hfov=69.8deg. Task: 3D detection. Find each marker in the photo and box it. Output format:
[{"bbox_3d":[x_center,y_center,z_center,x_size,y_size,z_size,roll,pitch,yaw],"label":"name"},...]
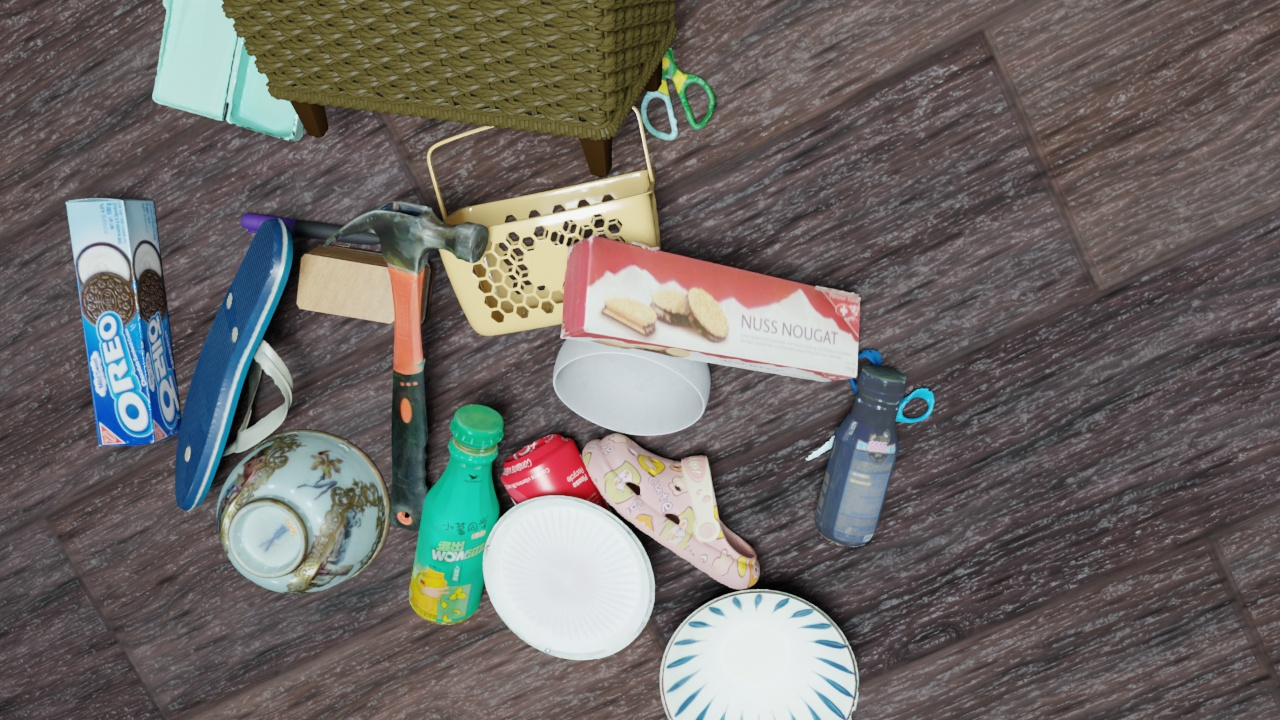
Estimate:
[{"bbox_3d":[-0.302,-0.119,0.845,0.134,0.015,0.018,8,127,3],"label":"marker"}]

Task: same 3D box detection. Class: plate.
[{"bbox_3d":[-0.062,0.189,0.801,0.157,0.014,0.157,4,106,15],"label":"plate"}]

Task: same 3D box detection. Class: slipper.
[{"bbox_3d":[-0.356,0.007,0.829,0.060,0.118,0.295,10,119,-42],"label":"slipper"},{"bbox_3d":[0.040,0.124,0.820,0.197,0.093,0.081,39,98,-4],"label":"slipper"}]

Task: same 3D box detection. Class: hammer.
[{"bbox_3d":[-0.200,0.021,0.790,0.133,0.033,0.334,15,124,11],"label":"hammer"}]

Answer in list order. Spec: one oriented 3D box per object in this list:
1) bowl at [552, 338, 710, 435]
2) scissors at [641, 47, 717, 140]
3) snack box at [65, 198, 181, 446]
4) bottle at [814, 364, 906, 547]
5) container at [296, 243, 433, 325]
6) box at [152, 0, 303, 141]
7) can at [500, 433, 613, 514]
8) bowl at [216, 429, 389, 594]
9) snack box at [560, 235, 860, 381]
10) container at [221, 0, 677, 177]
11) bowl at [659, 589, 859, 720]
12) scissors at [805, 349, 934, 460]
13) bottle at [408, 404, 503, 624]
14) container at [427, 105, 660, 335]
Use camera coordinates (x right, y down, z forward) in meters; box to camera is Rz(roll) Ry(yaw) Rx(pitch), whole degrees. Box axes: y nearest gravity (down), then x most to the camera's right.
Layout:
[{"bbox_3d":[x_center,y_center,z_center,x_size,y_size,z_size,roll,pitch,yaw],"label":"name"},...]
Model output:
[{"bbox_3d":[-0.005,0.005,0.797,0.132,0.132,0.064,11,57,2],"label":"bowl"},{"bbox_3d":[0.015,-0.256,0.802,0.070,0.014,0.130,-25,97,8],"label":"scissors"},{"bbox_3d":[-0.477,-0.036,0.851,0.059,0.059,0.226,-2,99,0],"label":"snack box"},{"bbox_3d":[0.196,0.084,0.810,0.056,0.056,0.161,10,108,2],"label":"bottle"},{"bbox_3d":[-0.252,-0.067,0.826,0.114,0.061,0.063,10,99,3],"label":"container"},{"bbox_3d":[-0.350,-0.302,0.812,0.136,0.033,0.187,17,100,1],"label":"box"},{"bbox_3d":[-0.066,0.142,0.838,0.074,0.074,0.142,-27,96,8],"label":"can"},{"bbox_3d":[-0.324,0.150,0.850,0.160,0.093,0.160,1,100,4],"label":"bowl"},{"bbox_3d":[0.067,-0.037,0.737,0.272,0.044,0.076,10,80,-31],"label":"snack box"},{"bbox_3d":[-0.134,-0.272,0.672,0.321,0.176,0.205,11,140,17],"label":"container"},{"bbox_3d":[0.107,0.283,0.850,0.177,0.070,0.177,1,99,4],"label":"bowl"},{"bbox_3d":[0.195,0.048,0.838,0.134,0.015,0.104,-37,98,13],"label":"scissors"},{"bbox_3d":[-0.161,0.138,0.822,0.068,0.068,0.210,16,116,1],"label":"bottle"},{"bbox_3d":[-0.076,-0.122,0.772,0.183,0.129,0.167,-10,107,6],"label":"container"}]
